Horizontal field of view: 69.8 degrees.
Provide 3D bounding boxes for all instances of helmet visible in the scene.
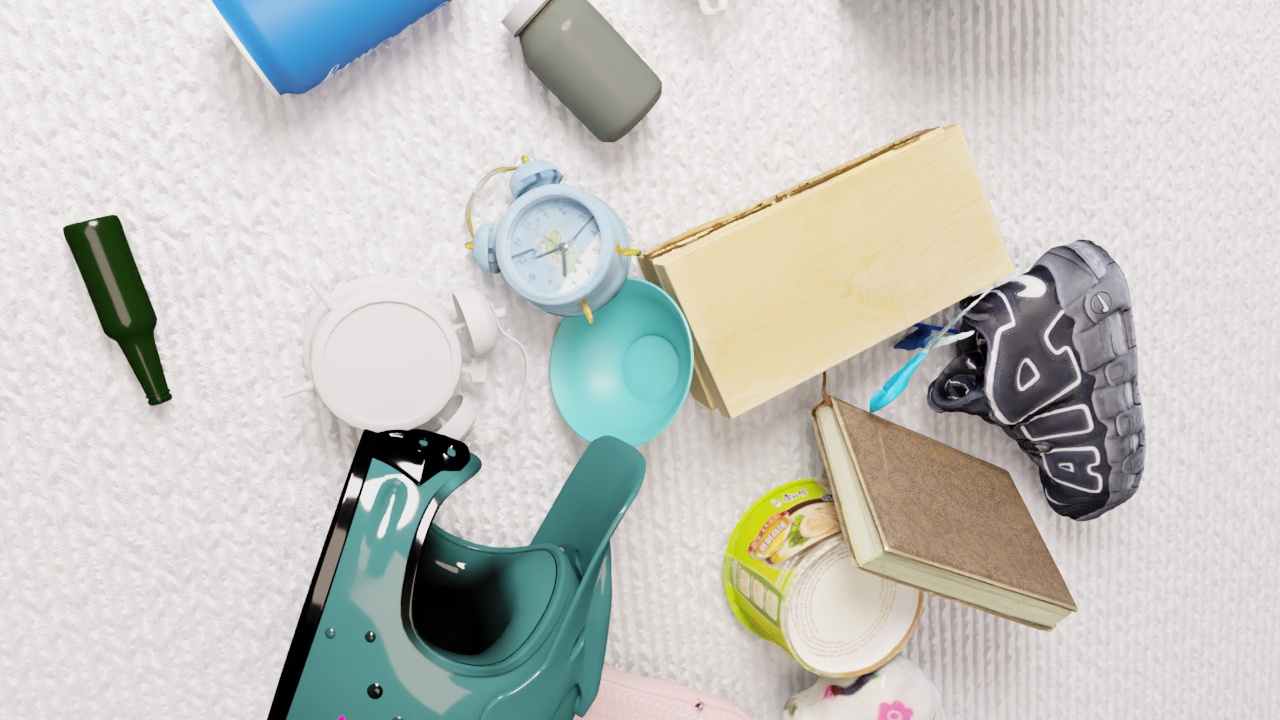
[{"bbox_3d":[-0.113,0.166,0.603,0.200,0.176,0.275,18,103,-16],"label":"helmet"}]

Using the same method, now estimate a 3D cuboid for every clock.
[{"bbox_3d":[-0.156,0.002,0.632,0.159,0.061,0.120,14,96,-22],"label":"clock"},{"bbox_3d":[-0.064,-0.084,0.632,0.124,0.051,0.089,37,96,9],"label":"clock"}]

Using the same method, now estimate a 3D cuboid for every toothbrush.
[{"bbox_3d":[0.291,-0.018,0.770,0.186,0.016,0.011,7,100,-14],"label":"toothbrush"}]

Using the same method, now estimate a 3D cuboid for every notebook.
[{"bbox_3d":[0.227,0.101,0.716,0.215,0.189,0.035,21,129,-27],"label":"notebook"}]

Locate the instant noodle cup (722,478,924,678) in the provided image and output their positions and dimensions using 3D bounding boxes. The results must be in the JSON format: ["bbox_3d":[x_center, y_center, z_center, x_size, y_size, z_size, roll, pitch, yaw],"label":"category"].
[{"bbox_3d":[0.147,0.173,0.722,0.146,0.098,0.146,-3,101,-15],"label":"instant noodle cup"}]

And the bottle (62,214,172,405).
[{"bbox_3d":[-0.330,-0.030,0.589,0.033,0.033,0.123,-17,105,-12],"label":"bottle"}]

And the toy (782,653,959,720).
[{"bbox_3d":[0.220,0.317,0.768,0.138,0.085,0.209,-32,118,28],"label":"toy"}]

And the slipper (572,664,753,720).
[{"bbox_3d":[0.004,0.296,0.729,0.221,0.055,0.107,25,92,-7],"label":"slipper"}]

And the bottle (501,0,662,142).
[{"bbox_3d":[-0.040,-0.204,0.621,0.108,0.060,0.060,43,87,-18],"label":"bottle"}]

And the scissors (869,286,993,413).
[{"bbox_3d":[0.217,-0.014,0.696,0.014,0.126,0.128,39,115,-2],"label":"scissors"}]

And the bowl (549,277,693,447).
[{"bbox_3d":[-0.004,0.004,0.664,0.046,0.121,0.121,9,100,-57],"label":"bowl"}]

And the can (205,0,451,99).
[{"bbox_3d":[-0.183,-0.231,0.567,0.146,0.079,0.079,-35,107,-7],"label":"can"}]

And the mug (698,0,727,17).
[{"bbox_3d":[0.041,-0.293,0.617,0.090,0.076,0.124,-13,103,-13],"label":"mug"}]

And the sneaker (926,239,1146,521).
[{"bbox_3d":[0.310,0.038,0.743,0.151,0.097,0.253,-14,114,3],"label":"sneaker"}]

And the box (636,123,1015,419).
[{"bbox_3d":[0.139,-0.069,0.683,0.249,0.092,0.128,-25,109,-10],"label":"box"}]
